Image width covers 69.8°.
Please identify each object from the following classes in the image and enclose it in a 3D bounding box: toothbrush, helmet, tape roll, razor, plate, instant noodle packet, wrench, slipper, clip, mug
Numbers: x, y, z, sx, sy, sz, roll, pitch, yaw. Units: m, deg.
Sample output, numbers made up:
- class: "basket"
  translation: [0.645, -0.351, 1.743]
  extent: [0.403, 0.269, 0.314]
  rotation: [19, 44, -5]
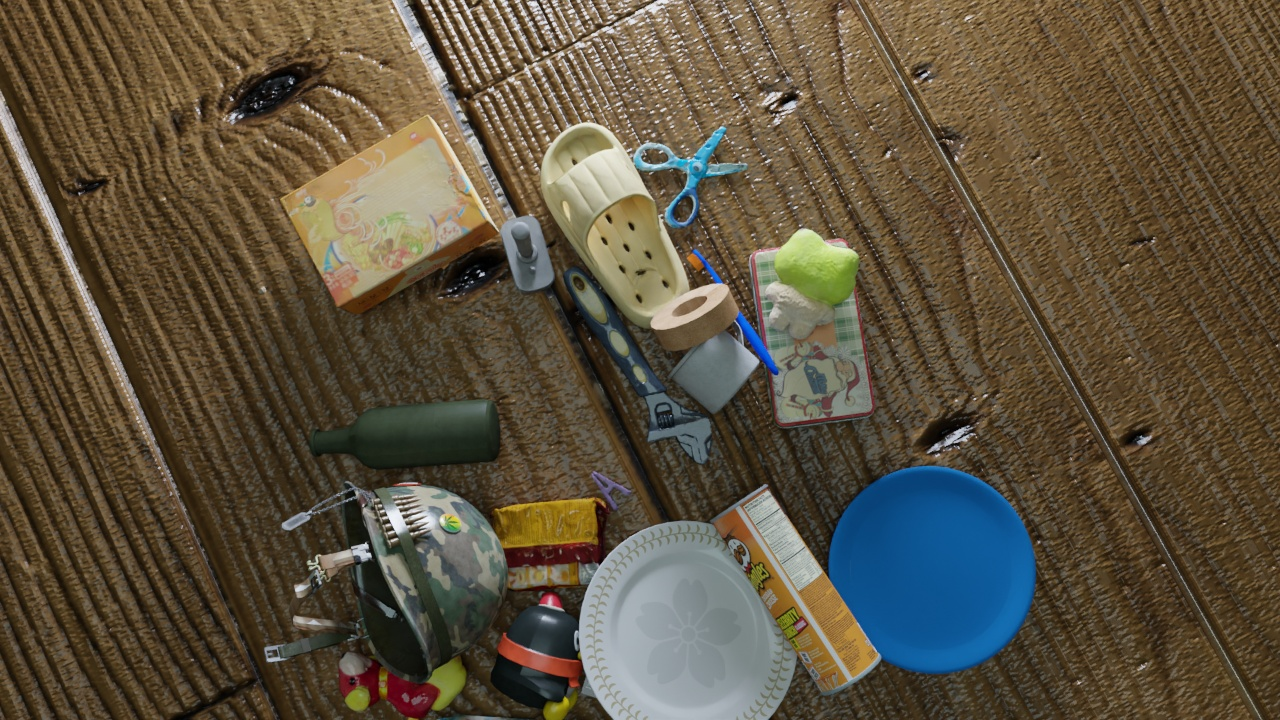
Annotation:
- class: "toothbrush"
  translation: [0.103, -0.055, 1.035]
  extent: [0.018, 0.016, 0.182]
  rotation: [-33, 67, 6]
- class: "helmet"
  translation: [-0.265, 0.226, 0.955]
  extent: [0.224, 0.193, 0.235]
  rotation: [44, 50, 18]
- class: "tape roll"
  translation: [0.059, -0.047, 0.996]
  extent: [0.094, 0.094, 0.027]
  rotation: [-29, 110, -1]
- class: "razor"
  translation: [-0.130, -0.130, 1.025]
  extent: [0.047, 0.116, 0.088]
  rotation: [-16, 84, -5]
- class: "plate"
  translation: [0.320, 0.230, 1.018]
  extent: [0.224, 0.024, 0.224]
  rotation: [0, 85, 2]
- class: "instant noodle packet"
  translation: [-0.099, 0.207, 1.031]
  extent: [0.135, 0.039, 0.098]
  rotation: [-6, 87, 5]
- class: "wrench"
  translation: [-0.006, 0.006, 1.054]
  extent: [0.073, 0.022, 0.273]
  rotation: [-34, 84, -1]
- class: "slipper"
  translation: [-0.032, -0.156, 1.045]
  extent: [0.111, 0.079, 0.261]
  rotation: [-30, 85, 3]
- class: "plate"
  translation: [0.053, 0.297, 1.002]
  extent: [0.242, 0.016, 0.242]
  rotation: [3, 70, -9]
- class: "clip"
  translation: [-0.036, 0.151, 1.047]
  extent: [0.050, 0.014, 0.046]
  rotation: [14, 88, 1]
- class: "mug"
  translation: [0.090, 0.000, 1.028]
  extent: [0.070, 0.085, 0.112]
  rotation: [41, 55, 3]

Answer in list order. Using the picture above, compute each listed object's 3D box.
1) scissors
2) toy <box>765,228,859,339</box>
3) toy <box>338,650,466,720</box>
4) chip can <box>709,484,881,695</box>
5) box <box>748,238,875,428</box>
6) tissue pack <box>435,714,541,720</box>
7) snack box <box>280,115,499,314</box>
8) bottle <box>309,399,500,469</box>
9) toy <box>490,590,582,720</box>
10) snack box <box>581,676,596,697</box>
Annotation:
- class: "scissors"
  translation: [0.059, -0.213, 1.079]
  extent: [0.134, 0.012, 0.134]
  rotation: [-1, 84, 1]
- class: "toy"
  translation: [0.182, -0.080, 0.996]
  extent: [0.092, 0.046, 0.115]
  rotation: [26, 93, 7]
- class: "toy"
  translation: [-0.262, 0.356, 1.018]
  extent: [0.137, 0.067, 0.105]
  rotation: [-5, 87, -10]
- class: "chip can"
  translation: [0.165, 0.244, 0.988]
  extent: [0.075, 0.075, 0.215]
  rotation: [-33, 79, -1]
- class: "box"
  translation: [0.191, -0.029, 1.037]
  extent: [0.117, 0.050, 0.205]
  rotation: [-6, 83, 1]
- class: "tissue pack"
  translation: [-0.139, 0.449, 0.994]
  extent: [0.182, 0.070, 0.112]
  rotation: [2, 85, 3]
- class: "snack box"
  translation: [-0.282, -0.161, 1.052]
  extent: [0.195, 0.080, 0.145]
  rotation: [-30, 84, 0]
- class: "bottle"
  translation: [-0.265, 0.086, 1.033]
  extent: [0.207, 0.071, 0.071]
  rotation: [-4, 84, 2]
- class: "toy"
  translation: [-0.105, 0.315, 0.994]
  extent: [0.100, 0.097, 0.119]
  rotation: [16, 83, 8]
- class: "snack box"
  translation: [0.010, 0.361, 1.015]
  extent: [0.141, 0.032, 0.051]
  rotation: [17, 85, 4]
